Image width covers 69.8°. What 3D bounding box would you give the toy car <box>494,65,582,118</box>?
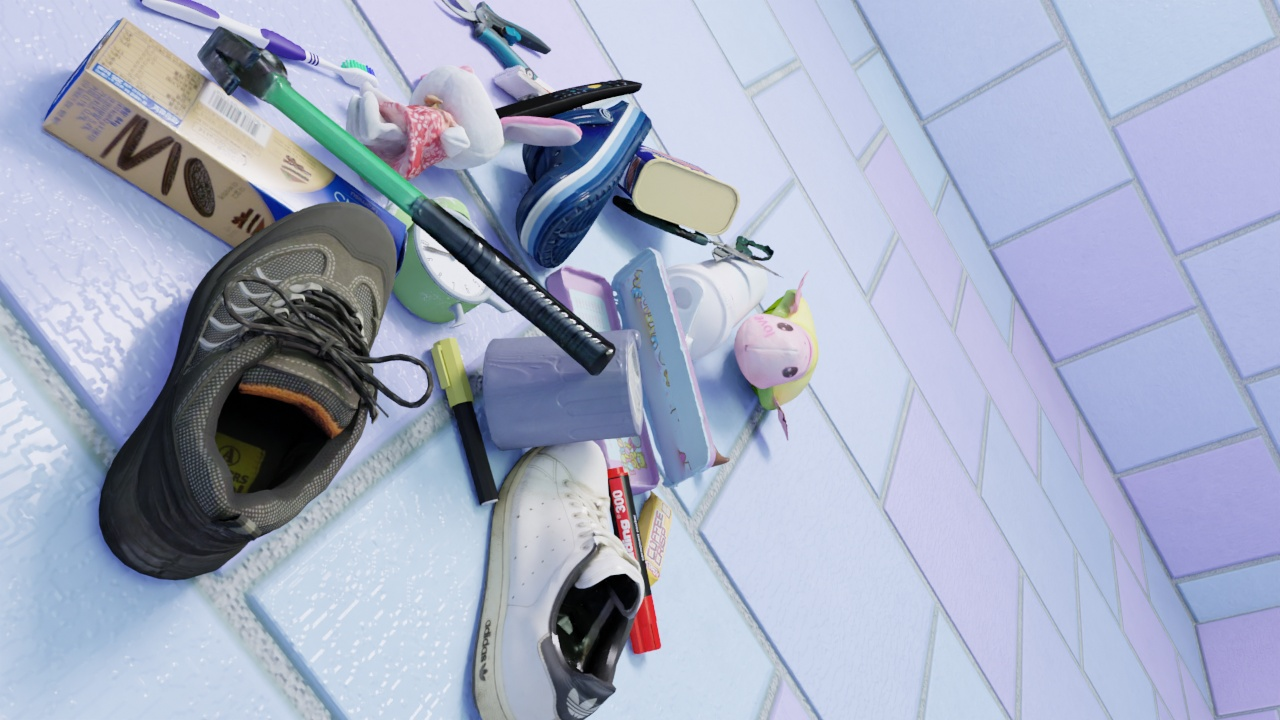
[{"bbox_3d":[-0.094,-0.249,0.913,0.113,0.039,0.039,26,68,-44],"label":"toy car"}]

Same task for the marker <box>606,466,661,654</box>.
[{"bbox_3d":[-0.008,0.157,0.730,0.023,0.021,0.145,-7,82,-34],"label":"marker"}]

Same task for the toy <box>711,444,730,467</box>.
[{"bbox_3d":[0.045,0.057,0.883,0.054,0.042,0.102,-13,85,-44],"label":"toy"}]

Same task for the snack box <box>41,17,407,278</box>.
[{"bbox_3d":[-0.243,-0.109,0.565,0.206,0.056,0.057,38,38,-35],"label":"snack box"}]

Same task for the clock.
[{"bbox_3d":[-0.154,-0.078,0.689,0.094,0.043,0.119,-22,87,-60],"label":"clock"}]

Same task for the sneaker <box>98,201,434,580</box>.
[{"bbox_3d":[-0.175,-0.007,0.469,0.101,0.143,0.237,40,51,-32],"label":"sneaker"}]

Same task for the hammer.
[{"bbox_3d":[-0.144,-0.099,0.594,0.318,0.032,0.130,40,2,-8],"label":"hammer"}]

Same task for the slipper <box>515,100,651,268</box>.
[{"bbox_3d":[-0.065,-0.176,0.850,0.095,0.105,0.252,36,38,-6],"label":"slipper"}]

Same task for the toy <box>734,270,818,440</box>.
[{"bbox_3d":[0.157,-0.010,1.028,0.237,0.088,0.190,-22,122,-73],"label":"toy"}]

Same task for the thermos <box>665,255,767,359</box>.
[{"bbox_3d":[0.073,-0.062,0.971,0.099,0.100,0.219,62,27,-2],"label":"thermos"}]

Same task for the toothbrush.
[{"bbox_3d":[-0.266,-0.230,0.661,0.186,0.015,0.016,7,57,-54],"label":"toothbrush"}]

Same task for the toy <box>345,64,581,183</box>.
[{"bbox_3d":[-0.157,-0.188,0.723,0.159,0.084,0.193,28,30,22],"label":"toy"}]

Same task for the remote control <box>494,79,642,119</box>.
[{"bbox_3d":[-0.069,-0.248,0.879,0.151,0.041,0.020,-23,121,-24],"label":"remote control"}]

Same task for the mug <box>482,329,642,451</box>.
[{"bbox_3d":[-0.053,0.012,0.693,0.123,0.104,0.084,-81,164,-63],"label":"mug"}]

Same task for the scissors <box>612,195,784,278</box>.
[{"bbox_3d":[0.071,-0.138,1.008,0.202,0.015,0.201,27,17,8],"label":"scissors"}]

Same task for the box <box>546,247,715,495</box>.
[{"bbox_3d":[-0.002,0.004,0.803,0.089,0.093,0.214,13,57,-52],"label":"box"}]

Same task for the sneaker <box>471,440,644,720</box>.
[{"bbox_3d":[-0.044,0.137,0.633,0.089,0.103,0.240,42,36,-31],"label":"sneaker"}]

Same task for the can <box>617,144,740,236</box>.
[{"bbox_3d":[0.035,-0.184,0.977,0.116,0.057,0.092,15,19,-24],"label":"can"}]

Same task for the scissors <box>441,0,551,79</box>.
[{"bbox_3d":[-0.134,-0.318,0.920,0.155,0.019,0.124,-15,79,-57],"label":"scissors"}]

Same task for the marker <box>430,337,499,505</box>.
[{"bbox_3d":[-0.127,0.044,0.662,0.021,0.018,0.123,-1,69,-56],"label":"marker"}]

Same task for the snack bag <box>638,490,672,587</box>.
[{"bbox_3d":[0.009,0.152,0.781,0.026,0.020,0.099,47,34,-23],"label":"snack bag"}]
